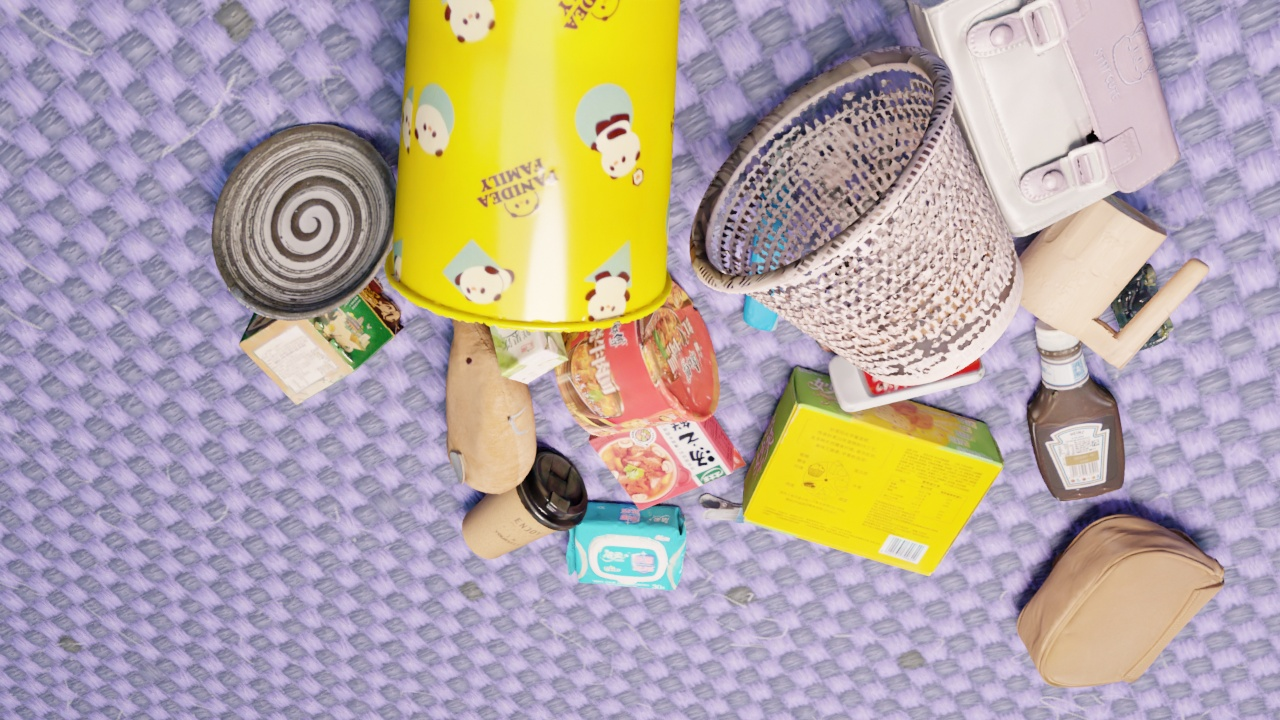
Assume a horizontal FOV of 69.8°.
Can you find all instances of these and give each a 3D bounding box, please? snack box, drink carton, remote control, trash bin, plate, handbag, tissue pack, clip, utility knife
[{"bbox_3d":[-0.308,-0.028,0.869,0.118,0.105,0.118,-27,114,22],"label":"snack box"},{"bbox_3d":[-0.108,-0.044,0.830,0.054,0.122,0.045,-30,153,22],"label":"drink carton"},{"bbox_3d":[0.244,0.007,0.845,0.136,0.055,0.020,-13,159,2],"label":"remote control"},{"bbox_3d":[0.224,0.112,0.914,0.210,0.069,0.158,17,122,-4],"label":"snack box"},{"bbox_3d":[0.182,-0.091,0.709,0.228,0.227,0.192,-36,122,24],"label":"trash bin"},{"bbox_3d":[-0.074,-0.183,0.686,0.229,0.229,0.256,8,117,2],"label":"trash bin"},{"bbox_3d":[-0.292,-0.120,0.806,0.179,0.024,0.179,-2,78,10],"label":"plate"},{"bbox_3d":[0.308,-0.212,0.693,0.145,0.098,0.197,-26,114,13],"label":"handbag"},{"bbox_3d":[0.029,0.096,0.941,0.113,0.044,0.127,-26,116,21],"label":"snack box"},{"bbox_3d":[-0.016,0.204,1.011,0.133,0.050,0.093,3,123,5],"label":"tissue pack"},{"bbox_3d":[0.091,0.162,0.994,0.056,0.026,0.024,12,125,-16],"label":"clip"},{"bbox_3d":[0.491,0.250,0.956,0.147,0.099,0.205,13,122,-11],"label":"handbag"},{"bbox_3d":[0.117,-0.110,0.820,0.034,0.018,0.187,-1,122,-6],"label":"utility knife"}]

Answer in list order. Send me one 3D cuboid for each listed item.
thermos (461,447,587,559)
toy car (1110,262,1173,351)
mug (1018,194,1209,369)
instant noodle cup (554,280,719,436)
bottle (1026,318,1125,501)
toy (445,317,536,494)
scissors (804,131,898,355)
[{"bbox_3d":[-0.125,0.157,0.976,0.093,0.092,0.144,42,124,-18],"label":"thermos"},{"bbox_3d":[0.436,-0.050,0.810,0.043,0.034,0.090,-23,115,22],"label":"toy car"},{"bbox_3d":[0.381,-0.072,0.758,0.124,0.084,0.104,48,123,29],"label":"mug"},{"bbox_3d":[-0.005,0.005,0.845,0.109,0.137,0.138,-20,118,27],"label":"instant noodle cup"},{"bbox_3d":[0.407,0.045,0.867,0.080,0.044,0.195,-15,118,15],"label":"bottle"},{"bbox_3d":[-0.150,0.023,0.871,0.082,0.143,0.226,-21,129,-33],"label":"toy"},{"bbox_3d":[0.204,-0.094,0.822,0.226,0.015,0.189,37,119,-15],"label":"scissors"}]
